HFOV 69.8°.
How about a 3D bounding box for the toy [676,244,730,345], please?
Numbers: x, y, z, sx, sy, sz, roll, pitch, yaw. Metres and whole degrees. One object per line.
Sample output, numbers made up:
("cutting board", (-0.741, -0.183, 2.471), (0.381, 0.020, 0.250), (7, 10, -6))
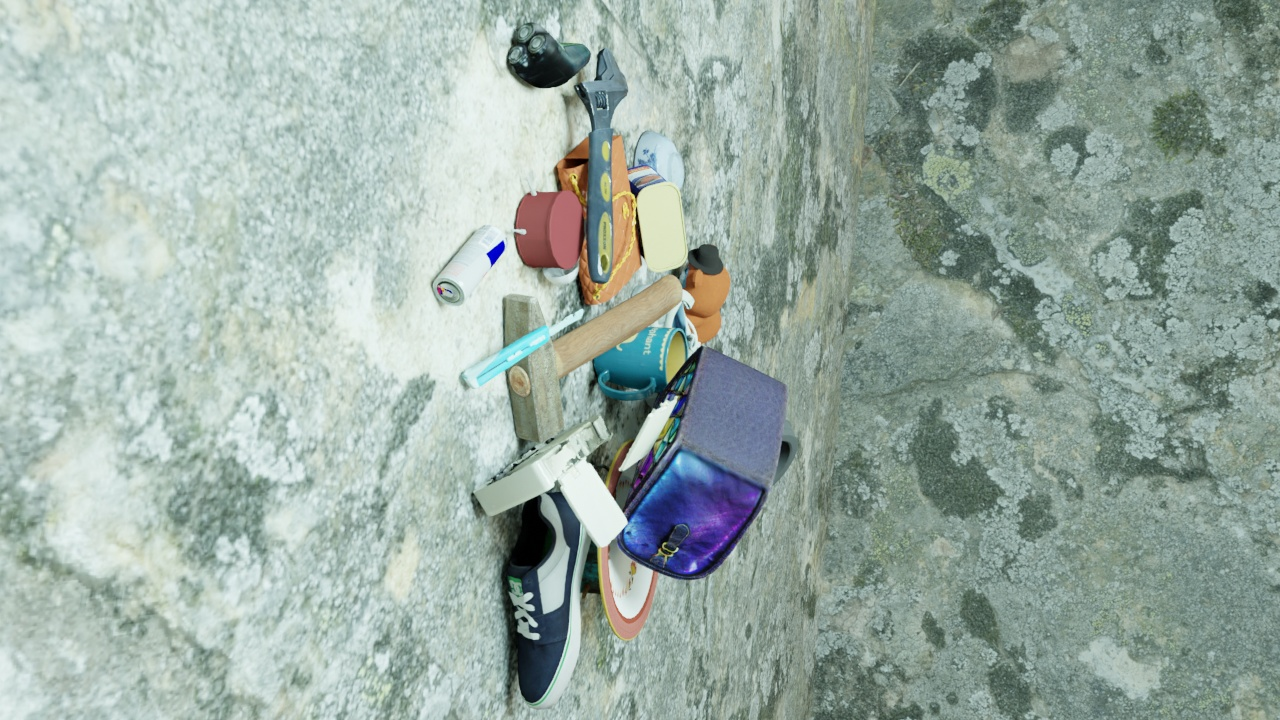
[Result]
("toy", (0.092, -0.098, 1.403), (0.111, 0.096, 0.176), (-58, 174, -50))

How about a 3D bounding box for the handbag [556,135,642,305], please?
("handbag", (-0.044, -0.166, 1.090), (0.108, 0.060, 0.172), (-53, 142, -48))

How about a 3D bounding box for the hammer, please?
("hammer", (-0.042, -0.040, 1.054), (0.299, 0.037, 0.158), (-33, 126, -48))

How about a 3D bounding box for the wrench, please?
("wrench", (-0.044, -0.218, 1.015), (0.073, 0.022, 0.273), (10, 76, -46))

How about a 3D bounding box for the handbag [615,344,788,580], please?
("handbag", (0.062, 0.121, 1.041), (0.223, 0.125, 0.204), (-59, -172, 42))

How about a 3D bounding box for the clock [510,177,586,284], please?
("clock", (-0.092, -0.135, 0.988), (0.124, 0.044, 0.087), (52, 47, -60))

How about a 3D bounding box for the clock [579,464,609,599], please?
("clock", (-0.056, 0.204, 1.107), (0.121, 0.073, 0.157), (32, 60, -69))

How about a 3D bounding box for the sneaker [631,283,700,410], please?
("sneaker", (0.053, -0.003, 1.321), (0.089, 0.091, 0.242), (-64, 151, -45))

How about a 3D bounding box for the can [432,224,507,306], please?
("can", (-0.156, -0.090, 0.850), (0.095, 0.032, 0.032), (-63, 149, -45))

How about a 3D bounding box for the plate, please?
("plate", (-0.017, 0.207, 1.071), (0.229, 0.021, 0.230), (-1, 90, -72))

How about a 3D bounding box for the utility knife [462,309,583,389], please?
("utility knife", (-0.114, -0.017, 0.912), (0.151, 0.015, 0.022), (-36, 122, -30))

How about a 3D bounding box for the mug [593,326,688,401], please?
("mug", (-0.007, 0.007, 1.151), (0.111, 0.104, 0.084), (-62, 149, -42))

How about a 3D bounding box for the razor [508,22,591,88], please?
("razor", (-0.089, -0.324, 0.965), (0.067, 0.054, 0.151), (66, 23, -15))

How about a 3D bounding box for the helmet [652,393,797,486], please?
("helmet", (0.104, 0.089, 1.263), (0.164, 0.170, 0.265), (-42, 153, -1))

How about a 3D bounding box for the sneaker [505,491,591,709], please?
("sneaker", (-0.112, 0.257, 0.986), (0.079, 0.084, 0.235), (11, 86, -44))

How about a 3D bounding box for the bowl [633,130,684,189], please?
("bowl", (0.031, -0.262, 1.278), (0.114, 0.045, 0.114), (5, 90, -69))

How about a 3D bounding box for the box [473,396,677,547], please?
("box", (-0.044, 0.120, 0.921), (0.106, 0.193, 0.143), (60, 32, -4))

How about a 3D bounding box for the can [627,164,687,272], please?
("can", (0.014, -0.185, 1.177), (0.092, 0.056, 0.116), (-123, -160, -56))
